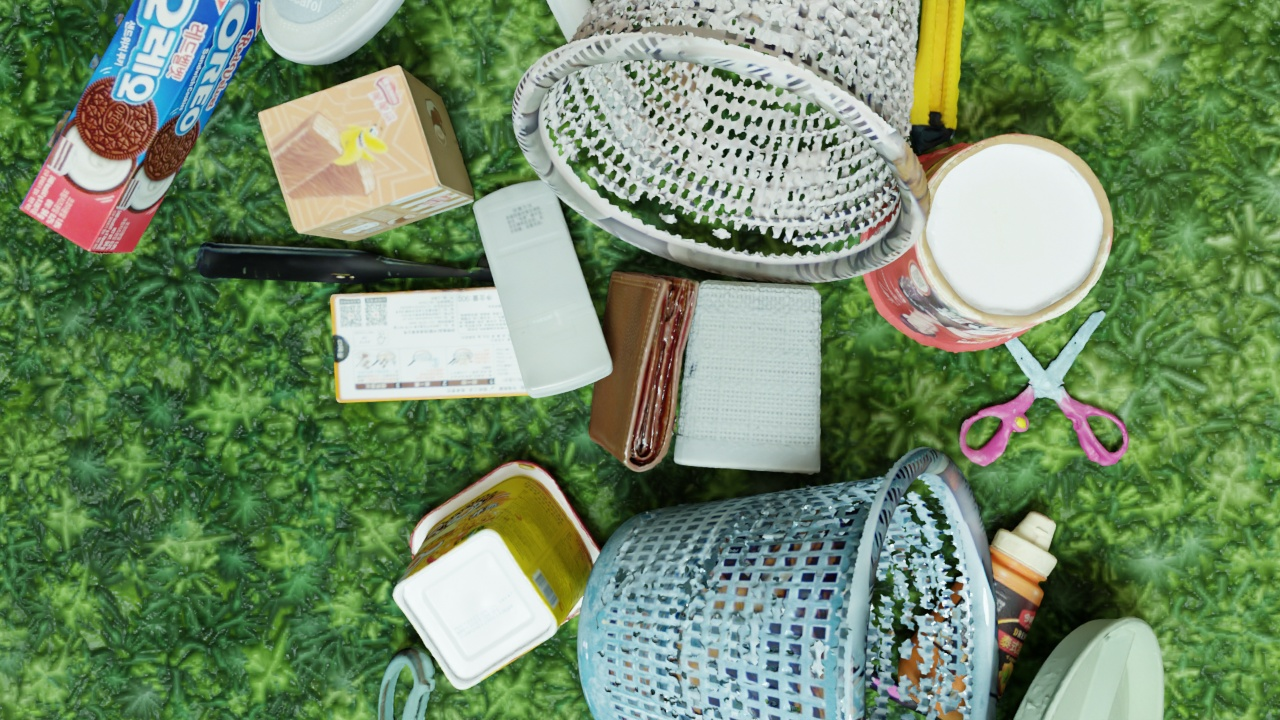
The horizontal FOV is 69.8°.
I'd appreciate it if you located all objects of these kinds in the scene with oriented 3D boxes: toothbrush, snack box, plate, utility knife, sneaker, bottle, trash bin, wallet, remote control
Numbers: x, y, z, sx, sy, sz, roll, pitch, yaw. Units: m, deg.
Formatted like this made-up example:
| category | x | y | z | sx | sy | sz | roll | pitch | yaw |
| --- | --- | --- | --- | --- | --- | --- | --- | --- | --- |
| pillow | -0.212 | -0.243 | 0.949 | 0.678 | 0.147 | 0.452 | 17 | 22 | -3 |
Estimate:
| category | x | y | z | sx | sy | sz | roll | pitch | yaw |
| --- | --- | --- | --- | --- | --- | --- | --- | --- | --- |
| toothbrush | -0.197 | -0.066 | 0.635 | 0.213 | 0.027 | 0.026 | 2 | 139 | 2 |
| snack box | -0.172 | -0.130 | 0.593 | 0.094 | 0.092 | 0.077 | -17 | 93 | 5 |
| toothbrush | 0.169 | 0.227 | 0.643 | 0.189 | 0.017 | 0.014 | 28 | 95 | 4 |
| plate | 0.265 | 0.265 | 0.562 | 0.229 | 0.027 | 0.230 | -9 | 104 | -40 |
| snack box | -0.134 | -0.012 | 0.634 | 0.154 | 0.026 | 0.075 | -2 | 94 | 3 |
| utility knife | 0.196 | -0.249 | 0.595 | 0.033 | 0.015 | 0.230 | 4 | 90 | -2 |
| sneaker | -0.180 | -0.306 | 0.581 | 0.089 | 0.090 | 0.242 | 26 | 96 | 2 |
| toothbrush | -0.041 | -0.224 | 0.611 | 0.026 | 0.026 | 0.221 | -29 | 93 | -21 |
| bottle | 0.232 | 0.167 | 0.611 | 0.067 | 0.067 | 0.149 | 31 | 89 | 1 |
| trash bin | 0.080 | 0.164 | 0.537 | 0.195 | 0.226 | 0.226 | -4 | 95 | 36 |
| snack box | -0.331 | -0.174 | 0.618 | 0.058 | 0.057 | 0.207 | 32 | 95 | -2 |
| wallet | -0.004 | 0.003 | 0.592 | 0.032 | 0.101 | 0.124 | 9 | 95 | -21 |
| remote control | -0.065 | -0.049 | 0.601 | 0.058 | 0.021 | 0.150 | -17 | 69 | -3 |
| trash bin | 0.064 | -0.178 | 0.518 | 0.227 | 0.228 | 0.191 | 17 | 73 | 2 |

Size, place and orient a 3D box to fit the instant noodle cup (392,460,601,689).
| category | x | y | z | sx | sy | sz | roll | pitch | yaw |
| --- | --- | --- | --- | --- | --- | --- | --- | --- | --- |
| instant noodle cup | -0.093 | 0.141 | 0.595 | 0.116 | 0.123 | 0.116 | -33 | 92 | 5 |

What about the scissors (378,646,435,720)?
| category | x | y | z | sx | sy | sz | roll | pitch | yaw |
| --- | --- | --- | --- | --- | --- | --- | --- | --- | --- |
| scissors | -0.132 | 0.284 | 0.624 | 0.170 | 0.019 | 0.175 | -2 | 88 | 38 |

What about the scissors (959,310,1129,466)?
| category | x | y | z | sx | sy | sz | roll | pitch | yaw |
| --- | --- | --- | --- | --- | --- | --- | --- | --- | --- |
| scissors | 0.275 | 0.024 | 0.618 | 0.136 | 0.017 | 0.133 | 38 | 92 | 4 |

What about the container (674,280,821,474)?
| category | x | y | z | sx | sy | sz | roll | pitch | yaw |
| --- | --- | --- | --- | --- | --- | --- | --- | --- | --- |
| container | 0.070 | 0.009 | 0.594 | 0.090 | 0.090 | 0.114 | 4 | 91 | 2 |

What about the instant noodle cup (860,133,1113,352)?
| category | x | y | z | sx | sy | sz | roll | pitch | yaw |
| --- | --- | --- | --- | --- | --- | --- | --- | --- | --- |
| instant noodle cup | 0.211 | -0.072 | 0.563 | 0.138 | 0.108 | 0.138 | 0 | 92 | 5 |
